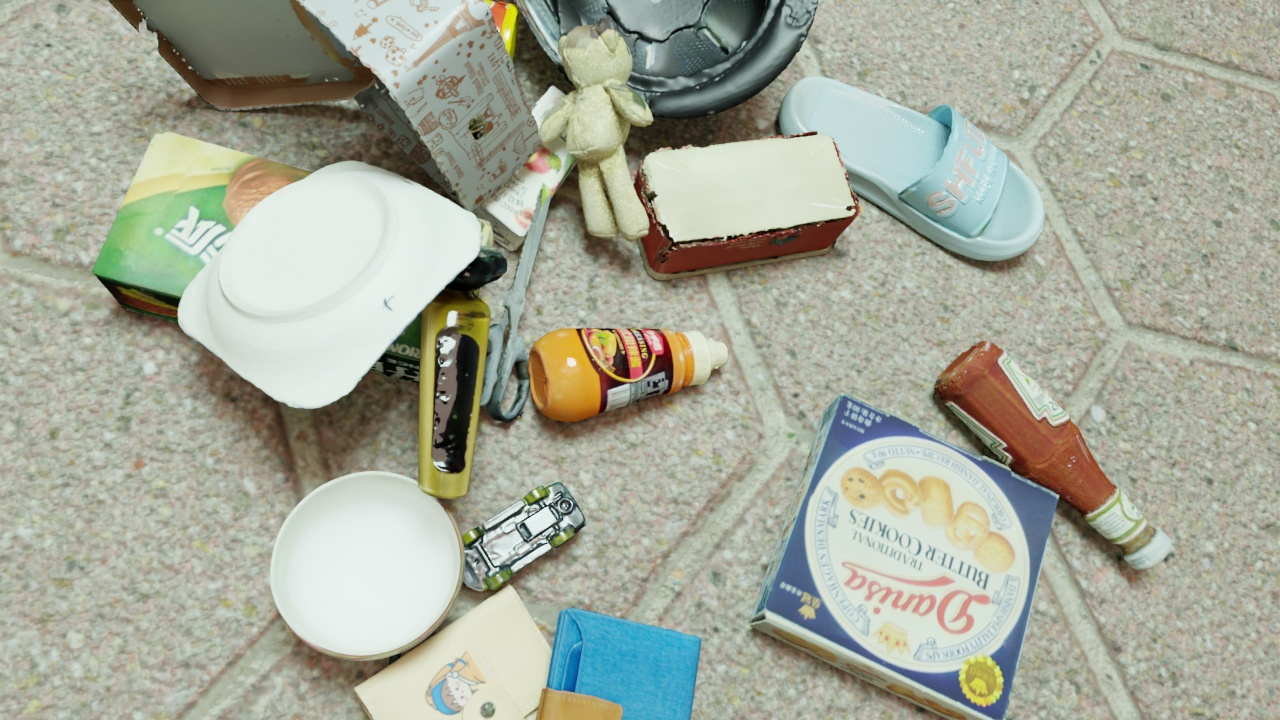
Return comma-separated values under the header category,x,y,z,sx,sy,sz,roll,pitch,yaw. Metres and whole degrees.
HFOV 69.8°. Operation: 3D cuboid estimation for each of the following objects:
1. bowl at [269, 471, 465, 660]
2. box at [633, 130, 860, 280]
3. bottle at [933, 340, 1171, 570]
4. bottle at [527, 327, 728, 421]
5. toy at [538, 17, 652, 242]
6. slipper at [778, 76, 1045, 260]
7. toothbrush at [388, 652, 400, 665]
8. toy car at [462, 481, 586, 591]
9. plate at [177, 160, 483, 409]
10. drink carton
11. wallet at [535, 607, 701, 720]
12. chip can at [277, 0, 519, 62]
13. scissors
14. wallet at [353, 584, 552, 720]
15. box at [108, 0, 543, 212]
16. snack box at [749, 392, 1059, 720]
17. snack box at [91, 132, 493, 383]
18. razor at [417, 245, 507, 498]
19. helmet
category,x,y,z,sx,sy,sz,roll,pitch,yaw
bowl,-0.169,0.132,0.578,0.113,0.062,0.113,4,67,-11
box,0.081,-0.128,0.722,0.168,0.080,0.091,-11,73,-16
bottle,0.318,0.074,0.705,0.059,0.060,0.206,-40,82,-22
bottle,-0.004,0.004,0.666,0.149,0.067,0.066,-8,71,-22
toy,-0.024,-0.163,0.666,0.066,0.105,0.157,-23,111,-41
slipper,0.235,-0.176,0.777,0.245,0.074,0.103,27,65,1
toothbrush,-0.160,0.269,0.555,0.016,0.014,0.189,-6,67,13
toy car,-0.082,0.120,0.616,0.090,0.035,0.042,-31,77,-20
plate,-0.197,-0.062,0.558,0.164,0.034,0.164,27,68,28
drink carton,-0.084,-0.148,0.713,0.053,0.046,0.122,35,68,-8
wallet,-0.016,0.231,0.581,0.106,0.040,0.132,18,66,-19
chip can,-0.206,-0.269,0.721,0.216,0.073,0.073,13,67,-6
scissors,-0.093,-0.045,0.651,0.135,0.014,0.175,-22,110,-53
wallet,-0.107,0.210,0.579,0.115,0.024,0.087,-30,86,-29
box,-0.203,-0.211,0.610,0.274,0.179,0.126,19,76,10
snack box,0.193,0.141,0.660,0.178,0.046,0.182,25,66,-1
snack box,-0.232,-0.067,0.641,0.240,0.063,0.114,15,69,-7
razor,-0.118,0.003,0.577,0.062,0.068,0.167,7,78,-23
helmet,0.009,-0.321,0.734,0.230,0.156,0.274,-43,97,10
